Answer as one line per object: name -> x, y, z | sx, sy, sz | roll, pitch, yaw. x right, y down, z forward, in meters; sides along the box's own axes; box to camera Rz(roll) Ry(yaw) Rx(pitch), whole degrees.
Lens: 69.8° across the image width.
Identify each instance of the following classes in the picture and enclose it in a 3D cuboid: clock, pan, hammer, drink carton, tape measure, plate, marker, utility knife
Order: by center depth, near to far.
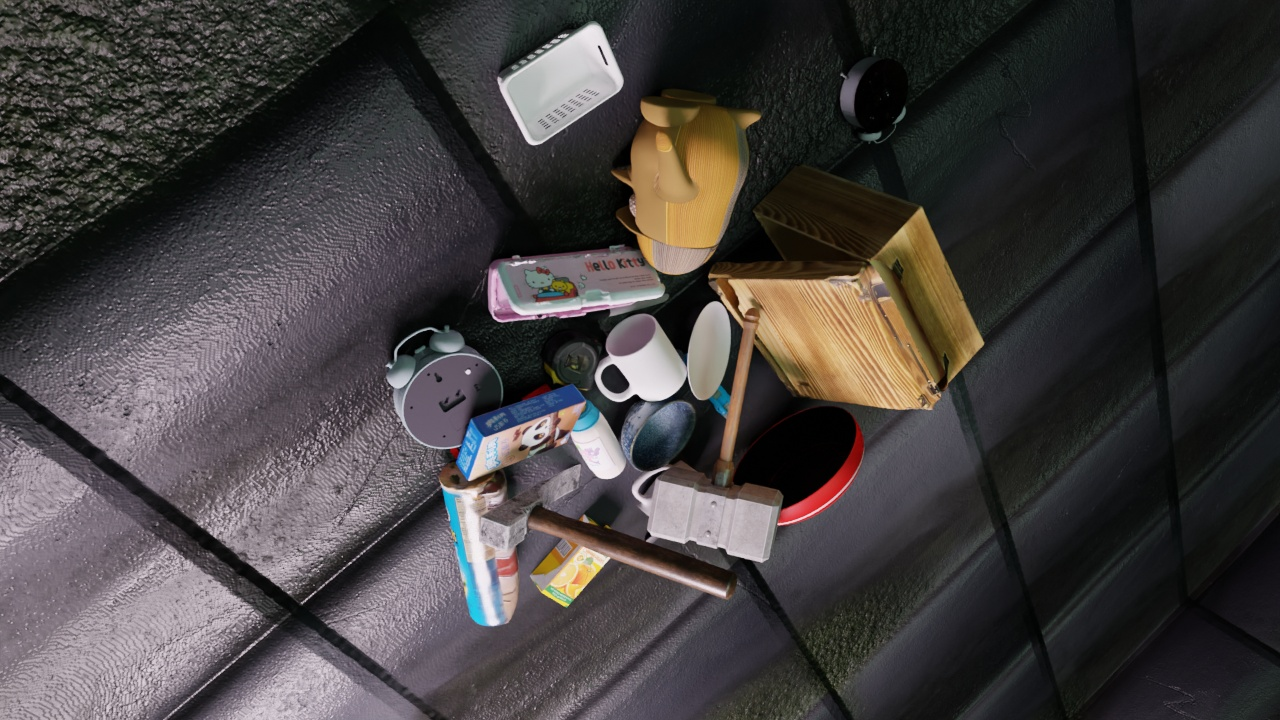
clock -> -0.230, 0.030, 1.069 | 0.122, 0.045, 0.159 | -34, 127, -14
hammer -> -0.013, 0.210, 1.110 | 0.217, 0.301, 0.037 | -23, 124, -62
marker -> -0.173, 0.077, 1.147 | 0.144, 0.021, 0.023 | -33, 97, -15
tape measure -> -0.086, -0.001, 1.150 | 0.072, 0.042, 0.071 | 7, 112, -33
marker -> -0.023, -0.066, 1.176 | 0.138, 0.016, 0.022 | -15, 152, -27
hammer -> 0.120, 0.087, 1.207 | 0.082, 0.163, 0.318 | -17, 117, -75
clock -> 0.316, -0.350, 1.236 | 0.094, 0.035, 0.123 | -40, 130, -10
plate -> 0.090, -0.014, 1.244 | 0.134, 0.011, 0.135 | -27, 122, -57
drink carton -> -0.089, 0.280, 1.293 | 0.122, 0.041, 0.058 | -49, 130, -3
utility knife -> 0.090, 0.032, 1.300 | 0.031, 0.015, 0.173 | -52, 129, -6
pan -> 0.167, 0.190, 1.339 | 0.357, 0.208, 0.067 | -34, 112, 13

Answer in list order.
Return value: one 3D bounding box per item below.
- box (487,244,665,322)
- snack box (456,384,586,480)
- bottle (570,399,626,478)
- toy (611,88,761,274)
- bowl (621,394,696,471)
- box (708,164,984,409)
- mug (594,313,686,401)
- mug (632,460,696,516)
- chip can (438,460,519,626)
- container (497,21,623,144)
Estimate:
box -> -0.071, -0.086, 1.080 | 0.201, 0.095, 0.088 | -9, 116, -29
snack box -> -0.144, 0.086, 1.115 | 0.151, 0.034, 0.087 | -19, 149, -39
bottle -> -0.065, 0.094, 1.206 | 0.051, 0.051, 0.146 | -36, 128, -13
toy -> 0.044, -0.204, 1.077 | 0.198, 0.163, 0.204 | -48, 149, -60
bowl -> 0.015, 0.087, 1.244 | 0.114, 0.061, 0.115 | -27, 137, -28
box -> 0.277, -0.066, 1.212 | 0.215, 0.257, 0.279 | -46, 129, -8
mug -> -0.007, 0.007, 1.189 | 0.110, 0.073, 0.090 | -34, 129, 2
mug -> 0.038, 0.183, 1.310 | 0.107, 0.071, 0.089 | 37, 87, -34
chip can -> -0.199, 0.233, 1.177 | 0.079, 0.080, 0.230 | -19, 123, -24
container -> -0.091, -0.300, 0.984 | 0.129, 0.049, 0.081 | -37, 128, -12
